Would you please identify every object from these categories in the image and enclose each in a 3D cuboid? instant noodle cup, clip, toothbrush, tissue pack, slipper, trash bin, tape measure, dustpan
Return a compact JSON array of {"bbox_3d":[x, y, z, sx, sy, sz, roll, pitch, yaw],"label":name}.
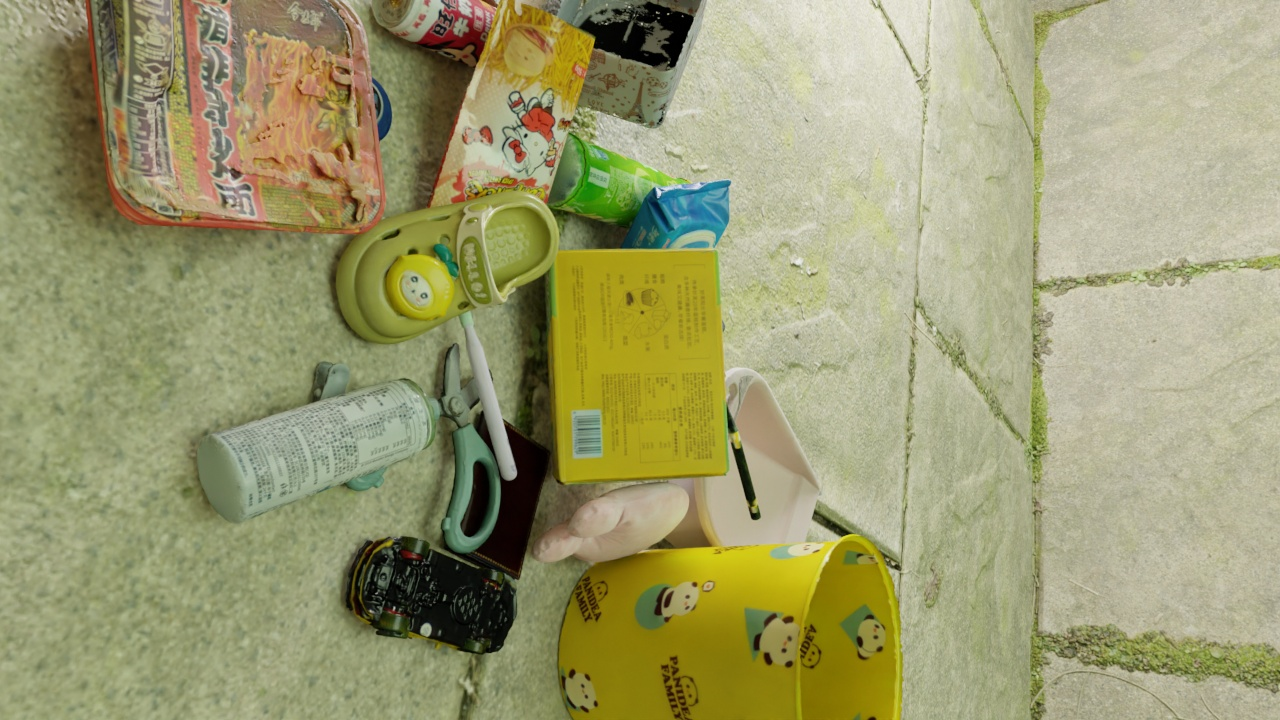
[{"bbox_3d":[-0.254,-0.159,0.572,0.188,0.079,0.164,-6,91,-54],"label":"instant noodle cup"},{"bbox_3d":[-0.223,0.029,0.649,0.024,0.030,0.057,19,80,-50],"label":"clip"},{"bbox_3d":[0.098,0.083,0.927,0.017,0.012,0.186,-58,137,-57],"label":"toothbrush"},{"bbox_3d":[0.030,-0.116,0.925,0.094,0.158,0.052,-16,59,-37],"label":"tissue pack"},{"bbox_3d":[-0.134,-0.077,0.696,0.190,0.082,0.092,-27,109,-30],"label":"slipper"},{"bbox_3d":[0.081,0.274,0.843,0.229,0.256,0.229,12,76,-54],"label":"trash bin"},{"bbox_3d":[-0.212,-0.186,0.683,0.054,0.025,0.058,0,89,-57],"label":"tape measure"},{"bbox_3d":[-0.134,0.007,0.746,0.029,0.021,0.189,-16,88,-59],"label":"toothbrush"},{"bbox_3d":[0.131,0.145,0.998,0.273,0.139,0.221,36,52,-19],"label":"dustpan"}]

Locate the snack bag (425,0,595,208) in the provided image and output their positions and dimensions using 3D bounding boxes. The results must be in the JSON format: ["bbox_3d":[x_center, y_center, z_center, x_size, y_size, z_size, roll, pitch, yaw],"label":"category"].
[{"bbox_3d":[-0.109,-0.182,0.762,0.128,0.073,0.208,7,104,-55],"label":"snack bag"}]

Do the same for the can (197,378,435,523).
[{"bbox_3d":[-0.211,0.056,0.609,0.146,0.058,0.058,-21,103,-47],"label":"can"}]

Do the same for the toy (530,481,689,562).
[{"bbox_3d":[-0.025,0.148,0.831,0.159,0.121,0.054,8,50,-57],"label":"toy"}]

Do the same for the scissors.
[{"bbox_3d":[-0.151,0.076,0.724,0.179,0.019,0.172,60,40,-13],"label":"scissors"}]

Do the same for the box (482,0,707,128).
[{"bbox_3d":[-0.061,-0.355,0.867,0.274,0.124,0.178,31,57,-18],"label":"box"}]

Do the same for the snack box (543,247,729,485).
[{"bbox_3d":[-0.005,0.005,0.844,0.157,0.070,0.210,-2,86,-11],"label":"snack box"}]

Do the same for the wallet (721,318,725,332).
[{"bbox_3d":[0.059,-0.072,1.069,0.097,0.019,0.121,-39,116,-53],"label":"wallet"}]

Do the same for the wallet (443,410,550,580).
[{"bbox_3d":[-0.119,0.117,0.785,0.096,0.020,0.122,44,51,-49],"label":"wallet"}]

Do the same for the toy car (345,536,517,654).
[{"bbox_3d":[-0.155,0.184,0.703,0.155,0.041,0.071,36,58,-46],"label":"toy car"}]

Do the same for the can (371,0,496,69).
[{"bbox_3d":[-0.153,-0.276,0.755,0.132,0.053,0.053,4,82,-55],"label":"can"}]

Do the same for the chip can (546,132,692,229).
[{"bbox_3d":[-0.022,-0.169,0.915,0.221,0.073,0.072,6,81,-56],"label":"chip can"}]
